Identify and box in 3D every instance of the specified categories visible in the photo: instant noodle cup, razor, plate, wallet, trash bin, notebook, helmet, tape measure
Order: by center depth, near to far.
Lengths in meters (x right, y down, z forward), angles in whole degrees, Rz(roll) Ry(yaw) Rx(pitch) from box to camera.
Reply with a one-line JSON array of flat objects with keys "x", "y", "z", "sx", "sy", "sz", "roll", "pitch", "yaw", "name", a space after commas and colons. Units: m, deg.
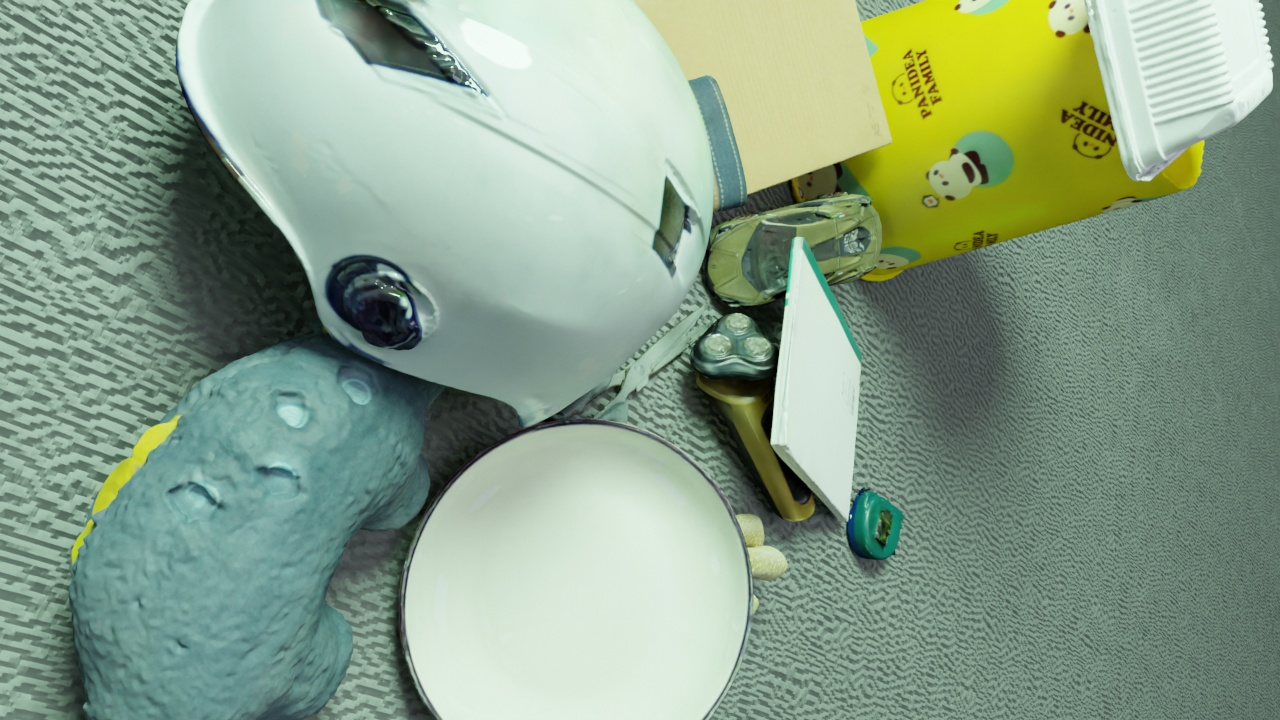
[{"x": -0.057, "y": -0.106, "z": 0.428, "sx": 0.258, "sy": 0.146, "sz": 0.228, "roll": 44, "pitch": 34, "yaw": -34, "name": "helmet"}, {"x": -0.034, "y": 0.129, "z": 0.504, "sx": 0.192, "sy": 0.039, "sz": 0.192, "roll": 2, "pitch": 82, "yaw": -15, "name": "plate"}, {"x": 0.346, "y": -0.200, "z": 0.576, "sx": 0.173, "sy": 0.060, "sz": 0.138, "roll": -30, "pitch": 106, "yaw": -43, "name": "instant noodle cup"}, {"x": 0.008, "y": -0.130, "z": 0.597, "sx": 0.115, "sy": 0.033, "sz": 0.090, "roll": -19, "pitch": 97, "yaw": -21, "name": "wallet"}, {"x": 0.070, "y": -0.193, "z": 0.640, "sx": 0.211, "sy": 0.012, "sz": 0.149, "roll": -22, "pitch": 101, "yaw": -16, "name": "notebook"}, {"x": 0.088, "y": 0.047, "z": 0.656, "sx": 0.062, "sy": 0.068, "sz": 0.167, "roll": -46, "pitch": 122, "yaw": -37, "name": "razor"}, {"x": 0.137, "y": 0.023, "z": 0.684, "sx": 0.209, "sy": 0.012, "sz": 0.150, "roll": 44, "pitch": 51, "yaw": -57, "name": "notebook"}, {"x": 0.282, "y": -0.197, "z": 0.735, "sx": 0.229, "sy": 0.256, "sz": 0.229, "roll": 8, "pitch": 79, "yaw": -43, "name": "trash bin"}, {"x": 0.198, "y": 0.140, "z": 0.770, "sx": 0.058, "sy": 0.025, "sz": 0.054, "roll": 36, "pitch": 60, "yaw": -34, "name": "tape measure"}]

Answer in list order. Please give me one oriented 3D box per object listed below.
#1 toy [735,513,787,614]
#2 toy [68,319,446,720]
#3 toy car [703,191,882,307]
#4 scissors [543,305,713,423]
[{"x": 0.039, "y": 0.130, "z": 0.603, "sx": 0.157, "sy": 0.066, "sz": 0.105, "roll": 2, "pitch": 50, "yaw": -47, "name": "toy"}, {"x": -0.163, "y": 0.075, "z": 0.402, "sx": 0.355, "sy": 0.091, "sz": 0.138, "roll": -62, "pitch": 152, "yaw": -28, "name": "toy"}, {"x": 0.117, "y": -0.082, "z": 0.691, "sx": 0.157, "sy": 0.042, "sz": 0.070, "roll": -17, "pitch": 108, "yaw": -25, "name": "toy car"}, {"x": 0.000, "y": 0.016, "z": 0.610, "sx": 0.173, "sy": 0.014, "sz": 0.142, "roll": 11, "pitch": 76, "yaw": -45, "name": "scissors"}]
